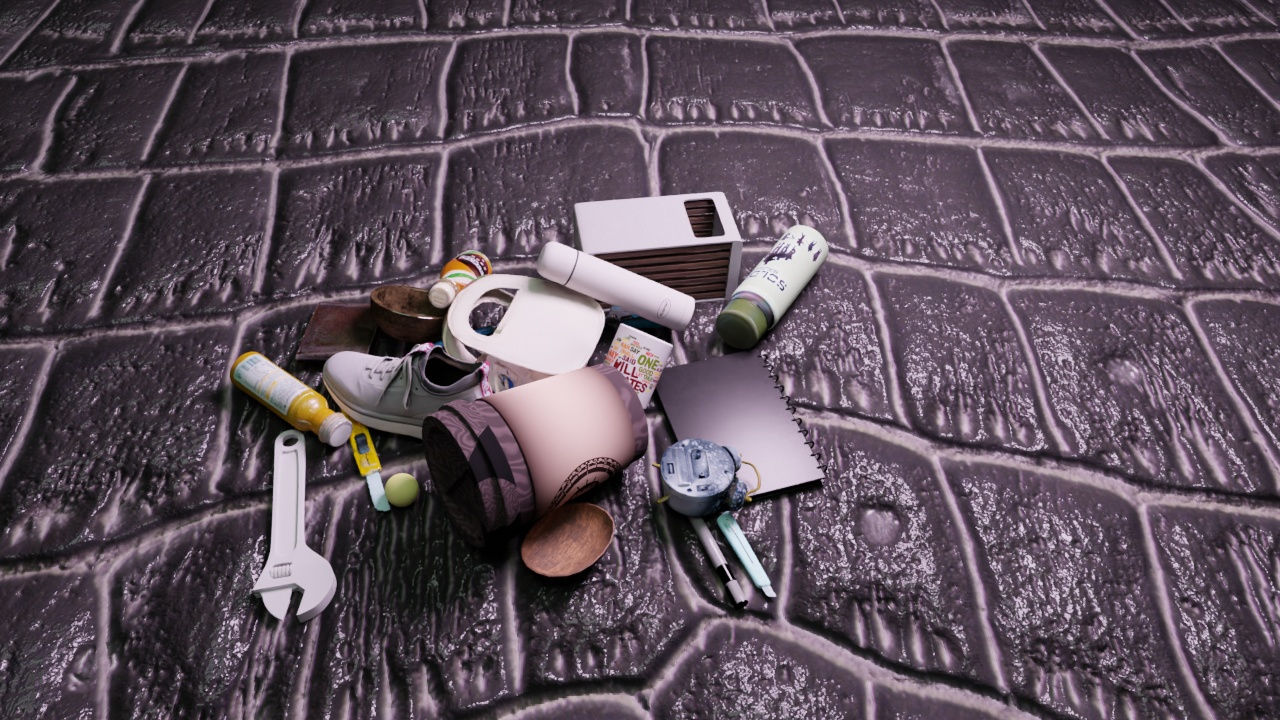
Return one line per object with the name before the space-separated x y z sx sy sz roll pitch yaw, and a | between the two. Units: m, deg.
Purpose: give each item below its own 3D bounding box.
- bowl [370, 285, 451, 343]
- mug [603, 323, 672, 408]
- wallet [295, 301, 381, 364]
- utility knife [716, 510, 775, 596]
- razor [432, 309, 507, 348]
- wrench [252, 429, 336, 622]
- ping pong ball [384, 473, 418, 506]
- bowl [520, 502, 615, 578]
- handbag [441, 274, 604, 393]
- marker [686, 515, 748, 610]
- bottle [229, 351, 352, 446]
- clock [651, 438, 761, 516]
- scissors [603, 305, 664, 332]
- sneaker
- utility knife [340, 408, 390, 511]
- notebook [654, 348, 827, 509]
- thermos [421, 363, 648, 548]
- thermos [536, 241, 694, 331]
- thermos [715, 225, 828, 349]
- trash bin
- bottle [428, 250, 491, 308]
bowl | -0.318 -0.057 1.280 0.121 0.056 0.121 13 20 -5
mug | -0.007 0.007 1.214 0.073 0.105 0.089 24 93 7
wallet | -0.418 -0.037 1.288 0.099 0.031 0.119 3 44 -3
utility knife | 0.123 0.227 1.069 0.022 0.015 0.119 -17 53 -19
razor | -0.237 -0.039 1.302 0.143 0.022 0.042 -24 15 -17
wrench | -0.406 0.185 1.088 0.086 0.018 0.272 -8 47 -10
ping pong ball | -0.287 0.155 1.102 0.040 0.040 0.040 1 47 -1
bowl | -0.081 0.214 1.061 0.102 0.026 0.114 16 44 33
handbag | -0.163 -0.029 1.231 0.199 0.093 0.200 24 42 0
marker | 0.086 0.225 1.067 0.016 0.016 0.140 -16 49 -17
bottle | -0.450 0.051 1.185 0.186 0.053 0.053 28 52 22
clock | 0.081 0.140 1.099 0.129 0.052 0.090 -3 45 -3
scissors | -0.010 -0.059 1.328 0.148 0.019 0.131 29 52 22
sneaker | -0.294 0.022 1.163 0.263 0.129 0.096 17 38 16
utility knife | -0.348 0.112 1.162 0.030 0.018 0.206 -24 54 -11
notebook | 0.125 0.083 1.200 0.169 0.019 0.231 -12 48 -11
thermos | -0.118 0.100 1.082 0.225 0.173 0.172 -22 51 -29
thermos | -0.034 -0.102 1.266 0.224 0.052 0.052 21 44 -17
thermos | 0.190 -0.106 1.342 0.082 0.082 0.230 26 51 20
trash bin | 0.022 -0.160 1.358 0.228 0.115 0.114 -6 47 -7
bottle | -0.258 -0.111 1.298 0.059 0.059 0.166 7 20 5
